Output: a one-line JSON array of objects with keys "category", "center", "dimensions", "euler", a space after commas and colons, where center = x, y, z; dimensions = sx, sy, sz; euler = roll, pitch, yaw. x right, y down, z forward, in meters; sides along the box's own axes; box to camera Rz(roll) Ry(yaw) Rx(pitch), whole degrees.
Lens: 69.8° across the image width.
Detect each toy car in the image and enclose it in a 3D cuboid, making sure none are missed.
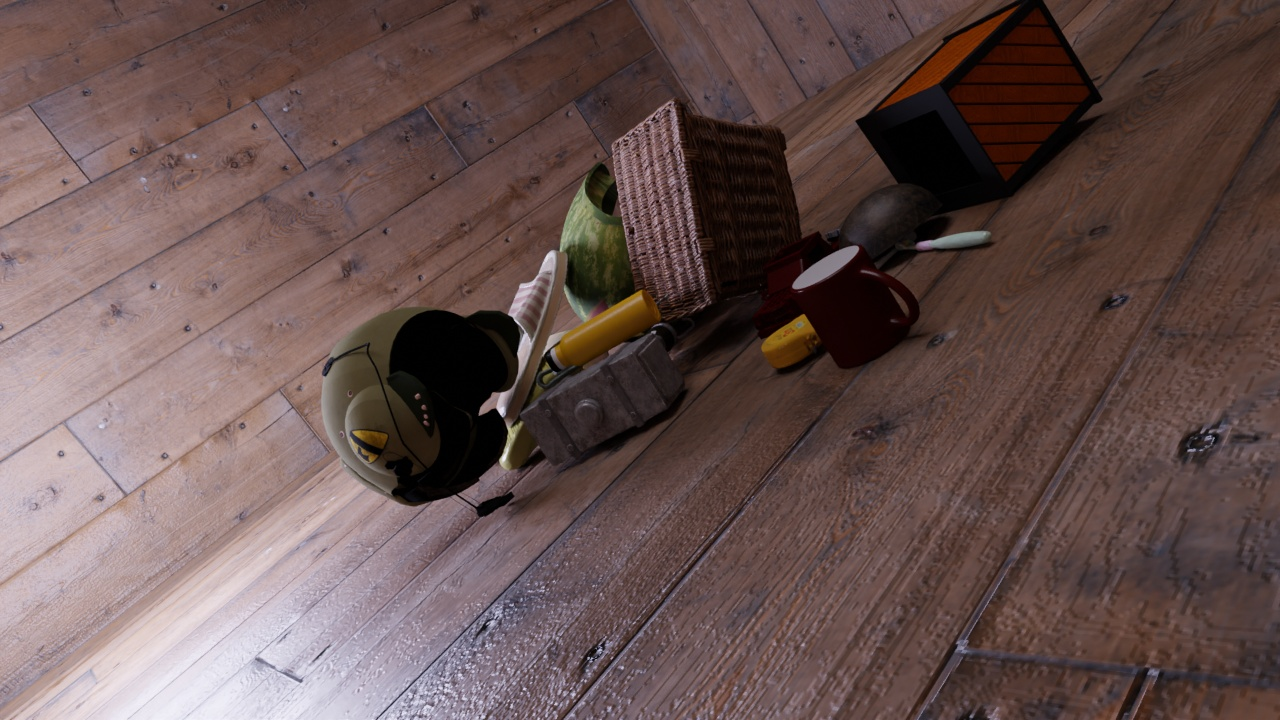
[{"category": "toy car", "center": [0.182, -0.095, 1.041], "dimensions": [0.070, 0.062, 0.169], "euler": [-22, 17, 46]}]

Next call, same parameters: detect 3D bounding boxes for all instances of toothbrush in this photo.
[{"category": "toothbrush", "center": [0.287, -0.169, 1.164], "dimensions": [0.014, 0.014, 0.168], "euler": [-27, 8, -21]}, {"category": "toothbrush", "center": [0.304, -0.120, 0.924], "dimensions": [0.022, 0.015, 0.155], "euler": [-7, 6, -14]}, {"category": "toothbrush", "center": [0.234, -0.085, 0.988], "dimensions": [0.186, 0.012, 0.017], "euler": [-39, 0, -19]}]

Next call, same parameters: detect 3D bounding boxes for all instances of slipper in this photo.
[{"category": "slipper", "center": [-0.117, 0.066, 1.201], "dimensions": [0.190, 0.081, 0.091], "euler": [-62, 14, 0]}, {"category": "slipper", "center": [-0.157, -0.036, 1.231], "dimensions": [0.115, 0.052, 0.262], "euler": [-35, 37, 58]}]

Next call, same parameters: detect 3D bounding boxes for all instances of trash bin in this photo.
[{"category": "trash bin", "center": [0.371, -0.277, 1.015], "dimensions": [0.171, 0.139, 0.140], "euler": [-44, 14, -17]}]

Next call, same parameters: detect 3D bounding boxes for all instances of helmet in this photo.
[{"category": "helmet", "center": [-0.008, -0.144, 1.341], "dimensions": [0.213, 0.248, 0.242], "euler": [11, 45, 15]}, {"category": "helmet", "center": [-0.251, 0.061, 1.085], "dimensions": [0.234, 0.255, 0.249], "euler": [-22, 17, 35]}]

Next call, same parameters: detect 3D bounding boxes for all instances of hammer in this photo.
[{"category": "hammer", "center": [-0.007, 0.007, 1.150], "dimensions": [0.177, 0.079, 0.325], "euler": [-29, 8, 27]}]

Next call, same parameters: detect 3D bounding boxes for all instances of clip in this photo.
[{"category": "clip", "center": [-0.094, 0.010, 1.134], "dimensions": [0.076, 0.023, 0.044], "euler": [-33, -4, 2]}]

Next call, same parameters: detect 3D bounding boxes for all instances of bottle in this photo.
[{"category": "bottle", "center": [-0.047, -0.031, 1.086], "dimensions": [0.144, 0.043, 0.043], "euler": [-29, 13, 17]}]

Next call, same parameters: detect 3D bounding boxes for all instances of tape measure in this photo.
[{"category": "tape measure", "center": [0.150, -0.015, 0.899], "dimensions": [0.059, 0.030, 0.068], "euler": [-33, 10, 7]}]

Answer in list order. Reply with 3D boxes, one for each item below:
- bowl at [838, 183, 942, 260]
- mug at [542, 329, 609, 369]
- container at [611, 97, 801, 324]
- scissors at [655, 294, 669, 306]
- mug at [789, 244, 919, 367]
[{"category": "bowl", "center": [0.266, -0.157, 1.018], "dimensions": [0.121, 0.056, 0.121], "euler": [-37, 1, 1]}, {"category": "mug", "center": [-0.094, -0.002, 1.337], "dimensions": [0.100, 0.096, 0.119], "euler": [-17, 23, 24]}, {"category": "container", "center": [0.095, -0.183, 1.167], "dimensions": [0.182, 0.250, 0.163], "euler": [-8, -4, -31]}, {"category": "scissors", "center": [-0.011, -0.044, 1.143], "dimensions": [0.146, 0.019, 0.133], "euler": [-33, -3, 5]}, {"category": "mug", "center": [0.192, -0.050, 0.792], "dimensions": [0.073, 0.082, 0.106], "euler": [-41, 14, -28]}]
